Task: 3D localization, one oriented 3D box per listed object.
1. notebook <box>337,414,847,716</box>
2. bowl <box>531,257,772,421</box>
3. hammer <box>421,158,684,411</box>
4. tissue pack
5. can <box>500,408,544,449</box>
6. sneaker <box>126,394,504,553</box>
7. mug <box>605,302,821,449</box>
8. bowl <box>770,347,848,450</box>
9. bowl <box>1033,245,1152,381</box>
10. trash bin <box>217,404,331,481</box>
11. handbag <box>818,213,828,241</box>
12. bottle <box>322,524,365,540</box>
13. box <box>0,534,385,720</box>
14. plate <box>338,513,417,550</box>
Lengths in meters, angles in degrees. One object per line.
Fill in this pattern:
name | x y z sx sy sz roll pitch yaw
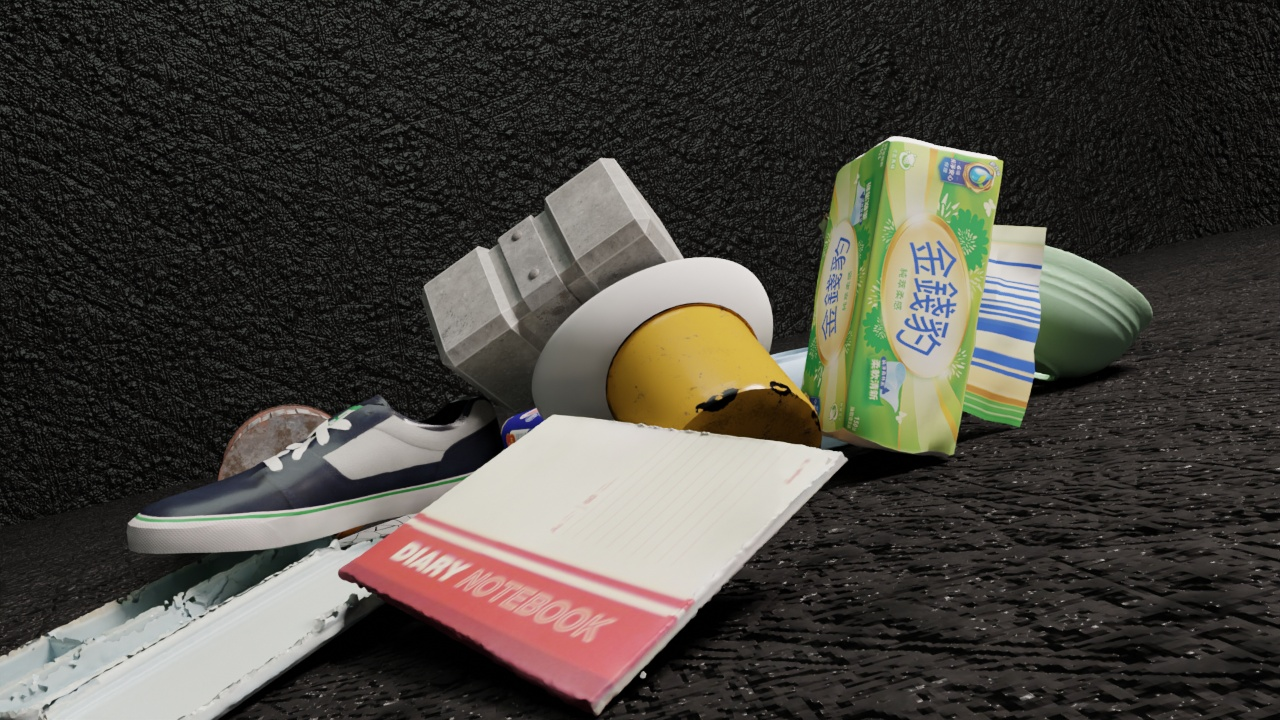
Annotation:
notebook | -0.033 0.075 0.420 0.152 0.012 0.209 -36 24 -33
bowl | 0.019 0.015 0.622 0.176 0.066 0.177 -20 -32 -14
hammer | -0.004 0.004 0.714 0.163 0.083 0.317 -34 -39 9
tissue pack | 0.197 -0.033 0.608 0.141 0.198 0.120 10 5 -7
can | -0.052 0.062 0.804 0.116 0.056 0.092 -19 8 -43
sneaker | -0.201 0.068 0.590 0.234 0.079 0.084 -9 4 -30
mug | 0.049 0.039 0.533 0.100 0.123 0.094 -42 35 8
bowl | 0.128 0.031 0.761 0.150 0.075 0.150 -14 1 0
bowl | 0.326 -0.032 0.753 0.151 0.077 0.151 28 -4 2
trash bin | -0.327 0.108 0.864 0.130 0.131 0.211 -14 4 -22
handbag | 0.210 -0.042 0.746 0.113 0.186 0.117 -3 -36 0
bottle | -0.245 0.117 0.751 0.166 0.059 0.059 -23 7 -28
box | -0.223 0.140 0.486 0.189 0.037 0.208 -4 12 26
plate | -0.145 0.121 0.700 0.188 0.016 0.188 -17 -2 -1
